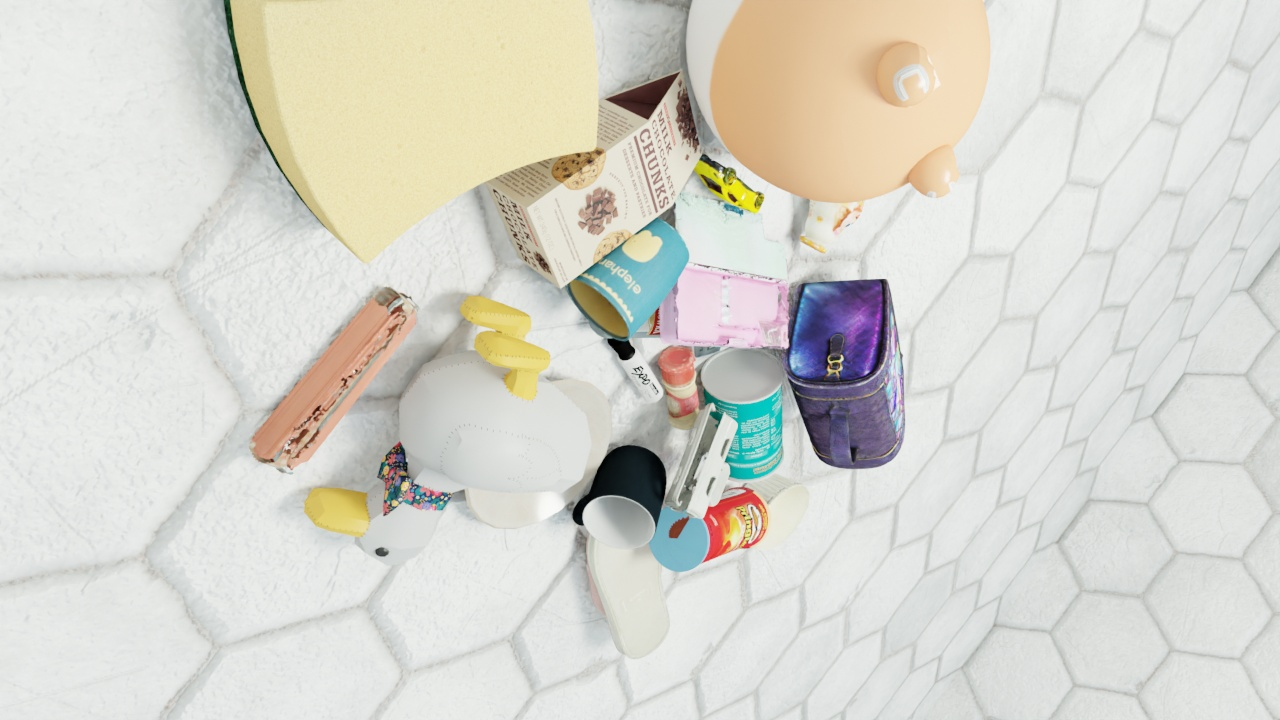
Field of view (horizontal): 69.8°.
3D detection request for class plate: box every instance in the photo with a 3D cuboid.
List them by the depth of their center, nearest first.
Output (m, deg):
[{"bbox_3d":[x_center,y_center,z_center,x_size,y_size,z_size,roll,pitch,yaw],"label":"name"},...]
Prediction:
[{"bbox_3d":[-0.113,0.098,0.993,0.188,0.027,0.189,-25,134,-30],"label":"plate"}]

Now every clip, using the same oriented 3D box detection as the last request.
[{"bbox_3d":[0.076,0.128,1.087,0.147,0.081,0.124,68,45,-65],"label":"clip"}]

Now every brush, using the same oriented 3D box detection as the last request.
[{"bbox_3d":[-0.155,-0.212,0.681,0.249,0.075,0.195,-32,137,-23],"label":"brush"}]

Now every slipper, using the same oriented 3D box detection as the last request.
[{"bbox_3d":[-0.018,0.279,1.200,0.114,0.054,0.275,-24,123,-25],"label":"slipper"}]

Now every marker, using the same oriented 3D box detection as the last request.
[{"bbox_3d":[-0.006,0.006,1.032,0.025,0.025,0.126,-44,140,-10],"label":"marker"}]

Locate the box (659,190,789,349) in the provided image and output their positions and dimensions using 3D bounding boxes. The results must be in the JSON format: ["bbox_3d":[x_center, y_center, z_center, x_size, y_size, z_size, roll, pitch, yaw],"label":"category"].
[{"bbox_3d":[0.099,-0.094,1.012,0.230,0.035,0.159,2,90,-53],"label":"box"}]

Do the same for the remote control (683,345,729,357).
[{"bbox_3d":[0.099,-0.043,1.096,0.114,0.028,0.060,-21,131,-32],"label":"remote control"}]

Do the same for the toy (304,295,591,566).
[{"bbox_3d":[-0.161,0.081,0.847,0.246,0.141,0.268,14,113,-28],"label":"toy"}]

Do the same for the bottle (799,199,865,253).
[{"bbox_3d":[0.231,-0.183,1.094,0.063,0.063,0.108,15,107,-49],"label":"bottle"}]

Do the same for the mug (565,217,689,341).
[{"bbox_3d":[-0.019,-0.093,0.880,0.104,0.112,0.084,-47,166,-18],"label":"mug"}]

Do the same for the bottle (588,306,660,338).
[{"bbox_3d":[0.021,-0.060,0.991,0.161,0.046,0.072,-2,118,-44],"label":"bottle"}]

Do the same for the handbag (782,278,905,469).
[{"bbox_3d":[0.260,0.027,1.156,0.205,0.126,0.221,60,35,-51],"label":"handbag"}]

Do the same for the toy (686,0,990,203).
[{"bbox_3d":[0.184,-0.270,0.815,0.266,0.280,0.263,-33,141,7],"label":"toy"}]

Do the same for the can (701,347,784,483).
[{"bbox_3d":[0.130,0.069,1.154,0.099,0.099,0.144,-32,137,-24],"label":"can"}]

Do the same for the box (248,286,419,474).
[{"bbox_3d":[-0.259,0.014,0.776,0.053,0.058,0.186,39,87,-21],"label":"box"}]

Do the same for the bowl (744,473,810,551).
[{"bbox_3d":[0.187,0.215,1.349,0.115,0.062,0.115,-25,133,-30],"label":"bowl"}]

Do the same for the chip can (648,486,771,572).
[{"bbox_3d":[0.095,0.219,1.205,0.213,0.087,0.087,3,117,-62],"label":"chip can"}]

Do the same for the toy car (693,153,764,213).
[{"bbox_3d":[0.090,-0.185,0.966,0.106,0.049,0.030,27,99,-49],"label":"toy car"}]

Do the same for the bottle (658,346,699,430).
[{"bbox_3d":[0.048,0.034,1.093,0.044,0.044,0.109,-33,138,-23],"label":"bottle"}]

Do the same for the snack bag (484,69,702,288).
[{"bbox_3d":[-0.028,-0.173,0.841,0.206,0.070,0.094,-39,139,-17],"label":"snack bag"}]

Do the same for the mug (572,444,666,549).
[{"bbox_3d":[-0.030,0.162,1.072,0.122,0.094,0.085,-25,115,28],"label":"mug"}]
